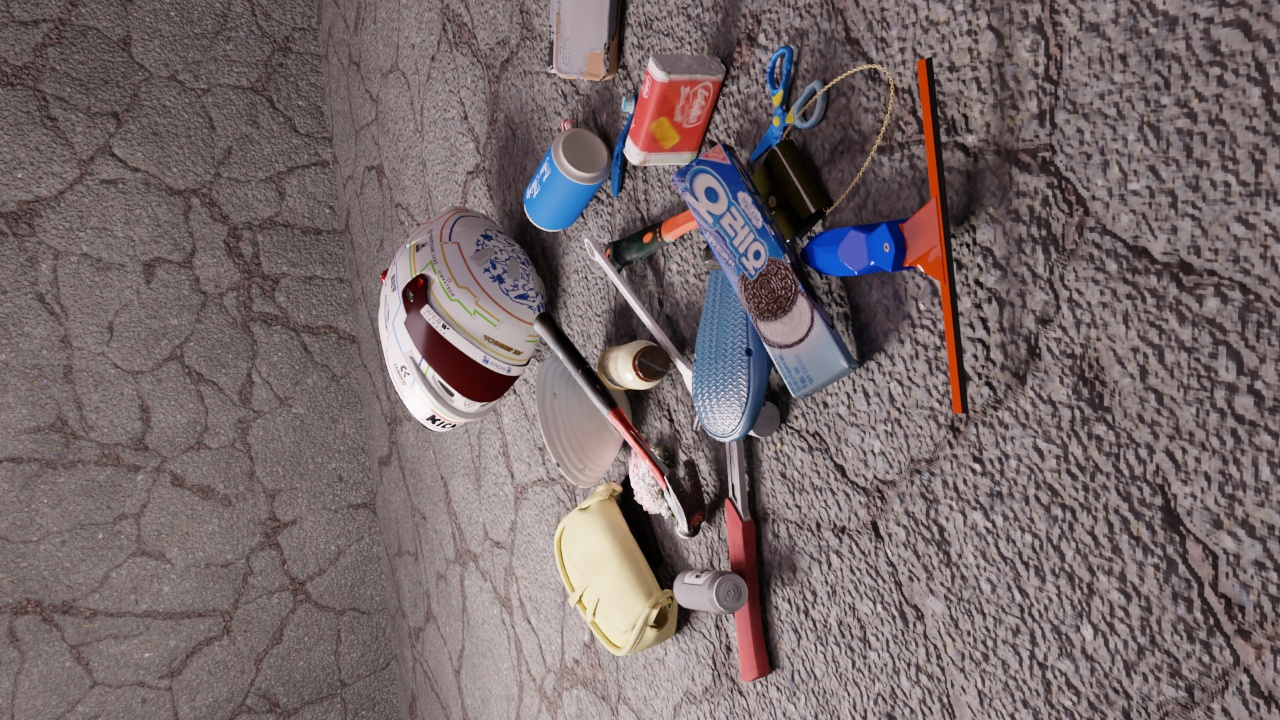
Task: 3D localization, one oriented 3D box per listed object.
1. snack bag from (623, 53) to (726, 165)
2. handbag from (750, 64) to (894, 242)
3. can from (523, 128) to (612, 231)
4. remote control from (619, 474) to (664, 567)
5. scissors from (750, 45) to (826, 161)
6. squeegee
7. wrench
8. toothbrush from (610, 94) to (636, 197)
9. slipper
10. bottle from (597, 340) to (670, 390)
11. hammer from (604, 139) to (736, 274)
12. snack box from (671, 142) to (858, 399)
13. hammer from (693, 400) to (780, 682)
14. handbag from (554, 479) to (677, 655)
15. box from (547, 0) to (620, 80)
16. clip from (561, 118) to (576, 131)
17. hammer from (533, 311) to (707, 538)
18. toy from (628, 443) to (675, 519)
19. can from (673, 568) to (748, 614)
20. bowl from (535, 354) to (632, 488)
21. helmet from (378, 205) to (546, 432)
[{"bbox_3d":[0.033,-0.251,0.926,0.036,0.077,0.116,63,148,35],"label":"snack bag"},{"bbox_3d":[0.152,-0.175,0.764,0.084,0.027,0.178,64,149,15],"label":"handbag"},{"bbox_3d":[-0.096,-0.230,1.182,0.146,0.078,0.079,-41,62,59],"label":"can"},{"bbox_3d":[0.000,0.211,1.203,0.124,0.010,0.039,66,149,27],"label":"remote control"},{"bbox_3d":[0.132,-0.210,0.822,0.105,0.019,0.132,-129,37,-48],"label":"scissors"},{"bbox_3d":[0.175,-0.088,0.724,0.185,0.055,0.249,-167,68,-73],"label":"squeegee"},{"bbox_3d":[0.005,-0.052,1.065,0.273,0.009,0.047,54,162,29],"label":"wrench"},{"bbox_3d":[-0.023,-0.255,1.101,0.021,0.016,0.133,56,143,44],"label":"toothbrush"},{"bbox_3d":[0.100,-0.027,0.886,0.104,0.059,0.213,-1,82,62],"label":"slipper"},{"bbox_3d":[-0.006,0.006,1.071,0.162,0.056,0.056,171,91,-74],"label":"bottle"},{"bbox_3d":[0.023,-0.140,1.006,0.334,0.033,0.133,168,110,-67],"label":"hammer"},{"bbox_3d":[0.107,-0.077,0.794,0.060,0.059,0.226,-32,77,21],"label":"snack box"},{"bbox_3d":[0.106,0.188,0.968,0.126,0.036,0.316,13,110,64],"label":"hammer"},{"bbox_3d":[-0.035,0.277,1.192,0.232,0.088,0.191,58,150,38],"label":"handbag"},{"bbox_3d":[-0.059,-0.448,1.089,0.105,0.096,0.216,15,116,24],"label":"box"},{"bbox_3d":[-0.095,-0.293,1.225,0.037,0.022,0.058,-148,56,-61],"label":"clip"},{"bbox_3d":[-0.030,0.057,1.067,0.326,0.036,0.141,51,163,26],"label":"hammer"},{"bbox_3d":[0.007,0.148,1.142,0.109,0.041,0.095,-179,80,-69],"label":"toy"},{"bbox_3d":[0.073,0.244,0.972,0.107,0.044,0.044,152,107,-67],"label":"can"},{"bbox_3d":[-0.058,0.069,1.173,0.071,0.177,0.177,-17,80,22],"label":"bowl"},{"bbox_3d":[-0.257,-0.075,1.376,0.236,0.231,0.314,-33,56,22],"label":"helmet"}]
